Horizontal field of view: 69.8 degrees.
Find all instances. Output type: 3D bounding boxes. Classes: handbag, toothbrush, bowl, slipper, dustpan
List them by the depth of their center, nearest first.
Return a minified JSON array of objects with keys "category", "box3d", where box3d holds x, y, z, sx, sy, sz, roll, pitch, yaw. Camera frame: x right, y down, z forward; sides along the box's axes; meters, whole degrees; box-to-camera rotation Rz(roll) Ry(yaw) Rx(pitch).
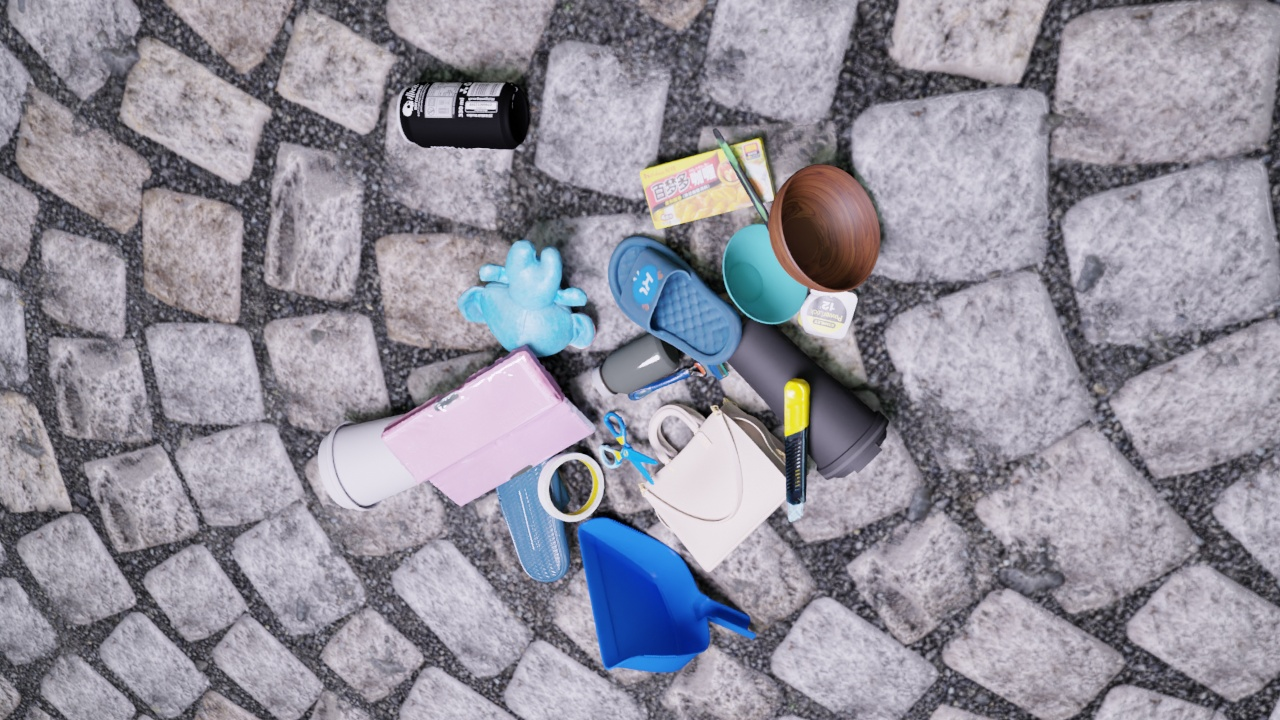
[{"category":"bowl","box3d":[0.198,-0.145,1.058,0.147,0.147,0.069,60,151,-9]},{"category":"toothbrush","box3d":[0.136,-0.191,1.079,0.014,0.017,0.188,-20,106,48]},{"category":"bowl","box3d":[0.139,-0.099,1.106,0.121,0.120,0.046,57,153,-8]},{"category":"slipper","box3d":[0.033,-0.070,1.123,0.214,0.059,0.104,42,114,27]},{"category":"handbag","box3d":[0.086,0.142,1.201,0.198,0.101,0.195,45,114,10]},{"category":"dustpan","box3d":[0.048,0.338,1.237,0.257,0.245,0.060,31,113,-29]},{"category":"slipper","box3d":[-0.148,0.208,1.300,0.104,0.059,0.213,-9,93,24]}]

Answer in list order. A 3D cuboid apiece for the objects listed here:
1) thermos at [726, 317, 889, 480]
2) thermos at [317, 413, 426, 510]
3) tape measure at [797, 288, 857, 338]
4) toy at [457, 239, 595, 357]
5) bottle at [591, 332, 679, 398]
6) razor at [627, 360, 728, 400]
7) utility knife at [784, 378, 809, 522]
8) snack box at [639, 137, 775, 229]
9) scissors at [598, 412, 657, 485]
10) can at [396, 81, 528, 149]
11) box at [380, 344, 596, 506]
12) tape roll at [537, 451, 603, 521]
[{"category":"thermos","box3d":[0.197,0.041,1.126,0.218,0.105,0.106,45,114,3]},{"category":"thermos","box3d":[-0.326,0.125,1.293,0.222,0.131,0.131,-18,103,13]},{"category":"tape measure","box3d":[0.228,-0.062,1.123,0.064,0.016,0.065,14,112,11]},{"category":"toy","box3d":[-0.139,-0.087,1.170,0.183,0.114,0.181,15,133,1]},{"category":"bottle","box3d":[-0.007,0.007,1.189,0.109,0.060,0.060,-28,99,22]},{"category":"razor","box3d":[0.044,0.023,1.203,0.141,0.018,0.044,-20,119,24]},{"category":"utility knife","box3d":[0.185,0.111,1.091,0.029,0.020,0.186,10,112,30]},{"category":"snack box","box3d":[0.081,-0.213,1.108,0.152,0.025,0.075,-11,105,19]},{"category":"scissors","box3d":[-0.019,0.132,1.226,0.132,0.020,0.097,49,134,35]},{"category":"can","box3d":[-0.218,-0.302,1.131,0.146,0.080,0.080,4,109,14]},{"category":"box","box3d":[-0.196,0.099,1.201,0.233,0.050,0.180,-31,122,12]},{"category":"tape roll","box3d":[-0.095,0.173,1.259,0.019,0.093,0.094,2,115,58]}]
